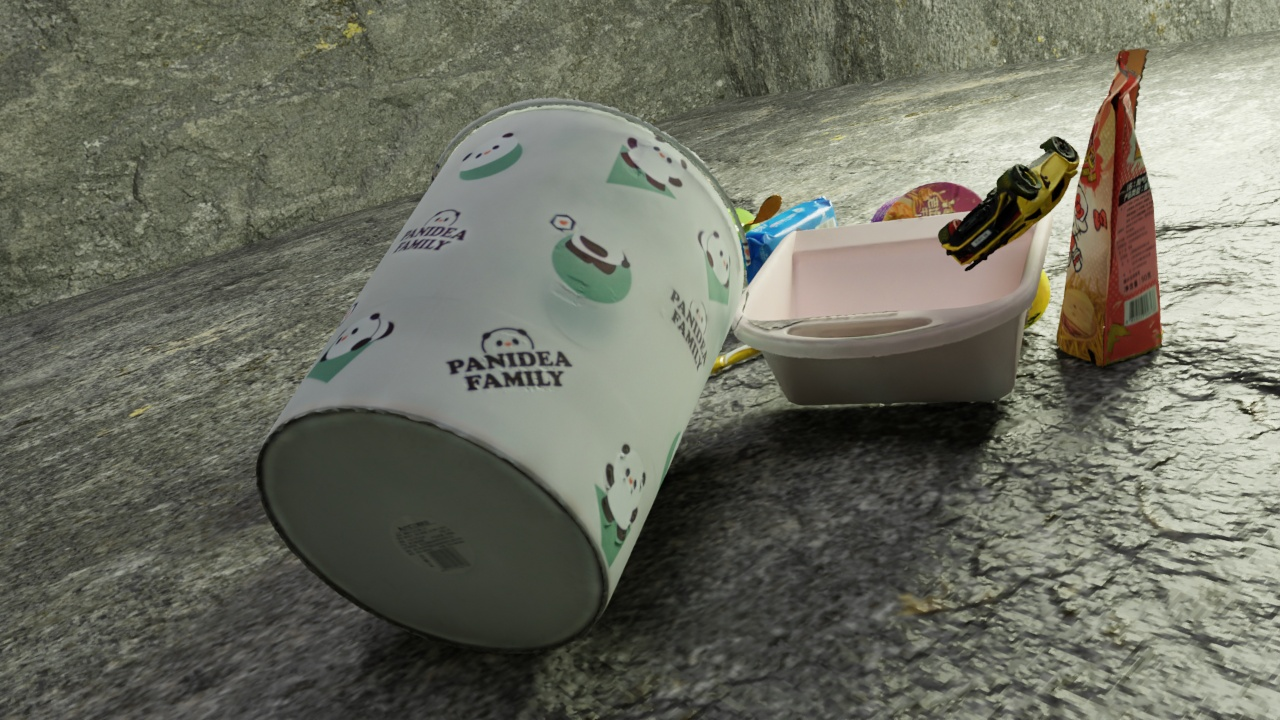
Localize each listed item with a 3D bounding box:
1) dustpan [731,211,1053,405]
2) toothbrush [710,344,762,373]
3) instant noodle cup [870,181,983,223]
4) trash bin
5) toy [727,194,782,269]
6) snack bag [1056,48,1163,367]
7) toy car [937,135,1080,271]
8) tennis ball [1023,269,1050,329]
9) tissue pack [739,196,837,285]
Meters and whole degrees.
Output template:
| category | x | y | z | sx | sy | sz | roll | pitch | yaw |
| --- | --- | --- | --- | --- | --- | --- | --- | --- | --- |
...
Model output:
| category | x | y | z | sx | sy | sz | roll | pitch | yaw |
| --- | --- | --- | --- | --- | --- | --- | --- | --- | --- |
| dustpan | 0.185 | -0.069 | 0.675 | 0.223 | 0.139 | 0.272 | -6 | 49 | 24 |
| toothbrush | 0.075 | 0.003 | 0.810 | 0.191 | 0.016 | 0.018 | -22 | 32 | -24 |
| instant noodle cup | 0.276 | -0.121 | 0.901 | 0.111 | 0.111 | 0.099 | -12 | 12 | 2 |
| trash bin | -0.071 | 0.009 | 0.531 | 0.230 | 0.230 | 0.251 | -4 | 38 | 23 |
| toy | 0.065 | -0.118 | 1.024 | 0.228 | 0.090 | 0.246 | -26 | 2 | 34 |
| snack bag | 0.340 | -0.107 | 0.655 | 0.073 | 0.208 | 0.128 | 5 | 27 | 30 |
| toy car | 0.264 | -0.112 | 0.640 | 0.155 | 0.041 | 0.071 | -35 | -9 | -42 |
| tennis ball | 0.299 | -0.055 | 0.750 | 0.065 | 0.065 | 0.065 | -12 | 19 | 4 |
| tissue pack | 0.154 | -0.103 | 0.940 | 0.052 | 0.095 | 0.156 | 6 | 29 | 45 |
